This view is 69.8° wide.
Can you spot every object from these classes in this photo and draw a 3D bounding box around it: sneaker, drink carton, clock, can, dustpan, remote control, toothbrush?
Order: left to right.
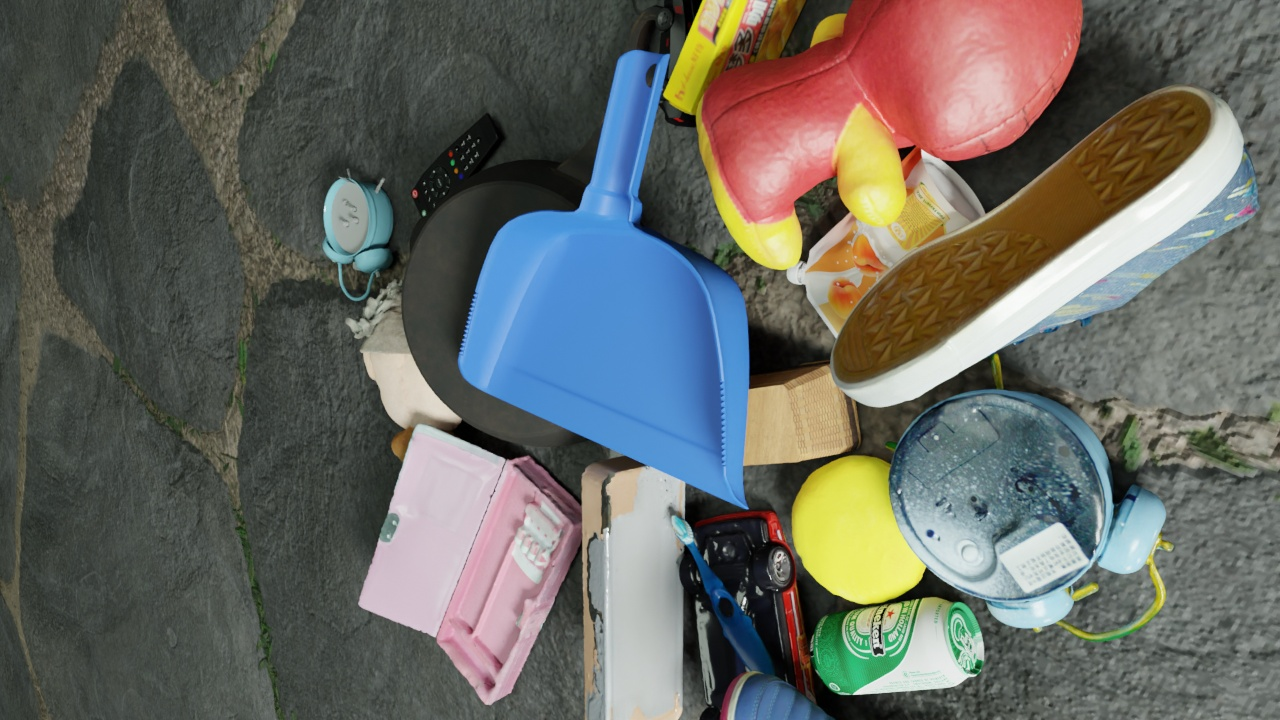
[{"bbox_3d":[-0.275,-0.118,0.885,0.087,0.041,0.123,20,108,35],"label":"clock"},{"bbox_3d":[-0.161,-0.168,0.804,0.125,0.010,0.039,-34,76,38],"label":"remote control"},{"bbox_3d":[-0.012,-0.064,0.594,0.246,0.059,0.258,20,102,34],"label":"dustpan"},{"bbox_3d":[0.054,0.161,0.627,0.021,0.016,0.132,-34,60,4],"label":"toothbrush"},{"bbox_3d":[0.146,-0.065,0.562,0.069,0.038,0.122,57,133,15],"label":"drink carton"},{"bbox_3d":[0.151,0.272,0.551,0.242,0.116,0.091,46,136,-8],"label":"sneaker"},{"bbox_3d":[0.159,0.181,0.579,0.101,0.053,0.053,-23,83,40],"label":"can"},{"bbox_3d":[0.215,0.085,0.512,0.118,0.059,0.162,-46,70,35],"label":"clock"},{"bbox_3d":[0.207,-0.037,0.484,0.236,0.079,0.087,-39,32,36],"label":"sneaker"}]

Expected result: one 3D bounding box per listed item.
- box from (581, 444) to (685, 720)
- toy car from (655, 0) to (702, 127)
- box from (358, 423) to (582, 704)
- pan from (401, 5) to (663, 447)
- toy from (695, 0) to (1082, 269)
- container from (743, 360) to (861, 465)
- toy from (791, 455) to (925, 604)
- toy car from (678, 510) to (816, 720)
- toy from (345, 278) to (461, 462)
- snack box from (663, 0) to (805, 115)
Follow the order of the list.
[{"bbox_3d":[-0.012,0.172,0.693,0.095,0.107,0.216,6,103,26],"label":"box"},{"bbox_3d":[0.035,-0.204,0.616,0.036,0.042,0.092,13,107,39],"label":"toy car"},{"bbox_3d":[-0.151,0.180,0.830,0.179,0.059,0.233,32,118,12],"label":"box"},{"bbox_3d":[-0.064,-0.093,0.686,0.249,0.043,0.357,33,110,13],"label":"pan"},{"bbox_3d":[0.128,-0.150,0.502,0.217,0.098,0.147,-29,63,31],"label":"toy"},{"bbox_3d":[0.079,0.040,0.612,0.114,0.061,0.063,-10,92,40],"label":"container"},{"bbox_3d":[0.140,0.108,0.588,0.094,0.041,0.095,-6,89,35],"label":"toy"},{"bbox_3d":[0.079,0.203,0.647,0.082,0.056,0.189,-17,77,39],"label":"toy car"},{"bbox_3d":[-0.191,0.015,0.822,0.133,0.076,0.176,7,101,23],"label":"toy"},{"bbox_3d":[0.072,-0.223,0.562,0.025,0.075,0.153,39,120,26],"label":"snack box"}]
